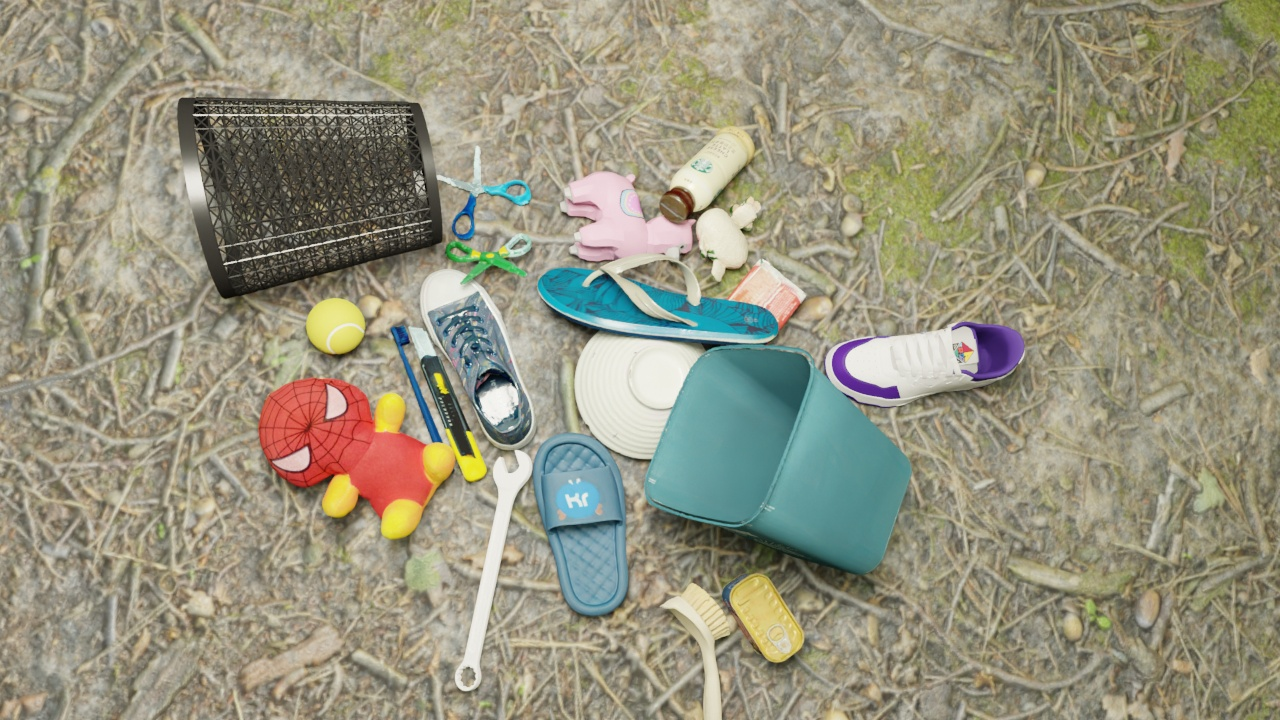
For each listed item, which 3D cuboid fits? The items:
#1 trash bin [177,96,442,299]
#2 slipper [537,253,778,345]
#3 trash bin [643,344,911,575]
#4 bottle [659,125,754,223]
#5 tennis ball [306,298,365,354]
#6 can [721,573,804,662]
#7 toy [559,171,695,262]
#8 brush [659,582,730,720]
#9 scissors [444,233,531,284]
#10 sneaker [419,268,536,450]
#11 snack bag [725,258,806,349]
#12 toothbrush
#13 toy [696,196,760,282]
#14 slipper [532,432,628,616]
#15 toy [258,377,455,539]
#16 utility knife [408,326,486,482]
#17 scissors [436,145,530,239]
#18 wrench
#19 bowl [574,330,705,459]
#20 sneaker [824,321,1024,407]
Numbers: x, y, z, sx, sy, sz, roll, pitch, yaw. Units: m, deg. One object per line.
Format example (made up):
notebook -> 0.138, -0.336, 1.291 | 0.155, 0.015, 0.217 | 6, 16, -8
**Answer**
trash bin -> -0.361, -0.196, 1.036 | 0.243, 0.217, 0.217 | -11, 79, -16
slipper -> 0.020, -0.075, 1.082 | 0.295, 0.060, 0.118 | 10, 38, 4
trash bin -> 0.162, 0.119, 1.006 | 0.218, 0.197, 0.199 | 32, 74, -32
bottle -> 0.081, -0.230, 1.140 | 0.056, 0.057, 0.161 | 39, 55, 2
tennis ball -> -0.354, -0.040, 1.067 | 0.065, 0.065, 0.065 | 1, 78, -7
can -> 0.139, 0.295, 1.060 | 0.054, 0.059, 0.100 | -32, 83, -12
toy -> -0.014, -0.174, 1.139 | 0.157, 0.067, 0.123 | -8, 76, -14
brush -> 0.077, 0.390, 1.039 | 0.077, 0.062, 0.272 | -8, 83, -4
scissors -> -0.180, -0.125, 1.110 | 0.125, 0.011, 0.131 | 26, 47, 29
sneaker -> -0.187, -0.008, 1.074 | 0.087, 0.079, 0.235 | -25, 82, -11
snack bag -> 0.144, -0.061, 1.148 | 0.077, 0.036, 0.115 | 39, 77, 3
toothbrush -> -0.257, 0.045, 1.087 | 0.017, 0.016, 0.190 | -20, 81, -18
toy -> 0.106, -0.154, 1.147 | 0.087, 0.050, 0.112 | 43, 65, -33
slipper -> -0.061, 0.186, 1.060 | 0.103, 0.059, 0.213 | -11, 81, -11
toy -> -0.322, 0.100, 1.025 | 0.216, 0.099, 0.147 | 32, 68, -1
utility knife -> -0.231, 0.048, 1.089 | 0.028, 0.020, 0.203 | -23, 81, -13
scissors -> -0.205, -0.207, 1.148 | 0.127, 0.014, 0.133 | 20, 75, -1
wrench -> -0.170, 0.237, 1.051 | 0.047, 0.009, 0.273 | 5, 77, 23
bowl -> 0.015, 0.025, 1.075 | 0.177, 0.071, 0.177 | 2, 79, -12
sneaker -> 0.355, 0.000, 1.123 | 0.244, 0.111, 0.091 | -6, 79, -8
